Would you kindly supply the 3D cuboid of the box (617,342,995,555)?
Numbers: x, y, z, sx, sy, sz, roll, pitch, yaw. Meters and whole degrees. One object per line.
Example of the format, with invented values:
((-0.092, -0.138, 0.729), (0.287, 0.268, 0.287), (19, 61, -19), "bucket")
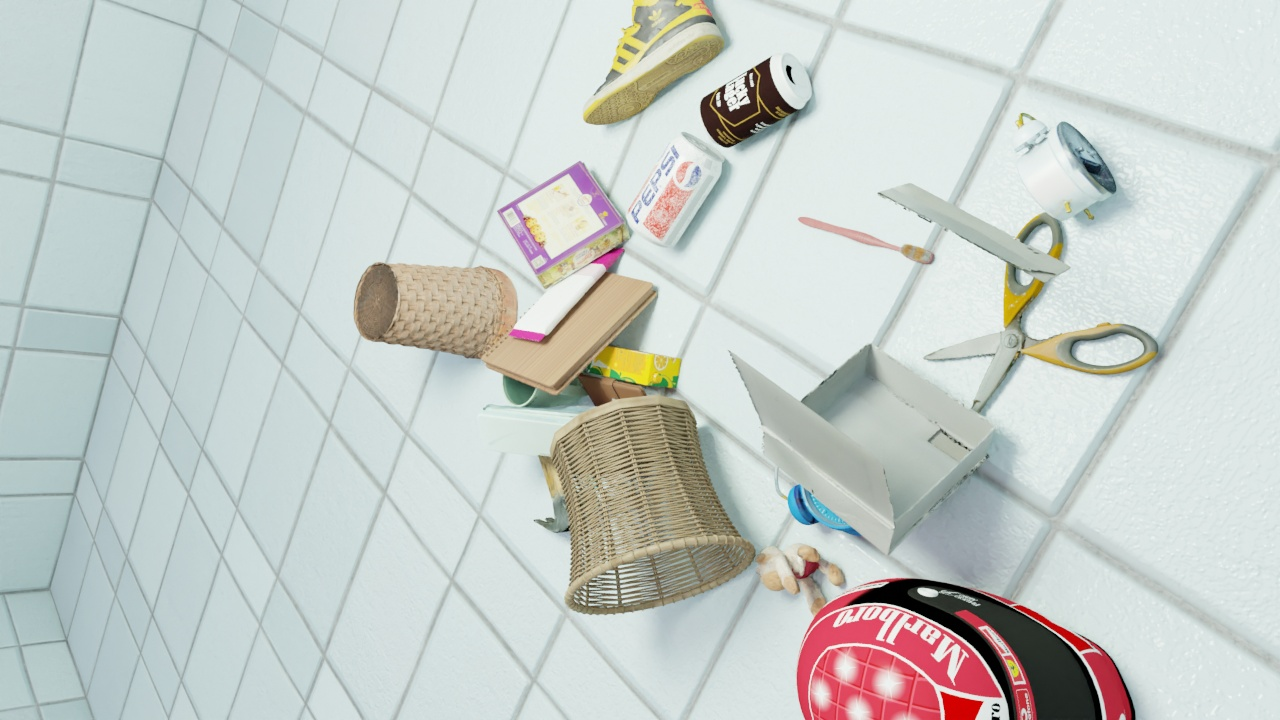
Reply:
((0.157, 0.084, 0.823), (0.167, 0.411, 0.150), (38, 115, 32), "box")

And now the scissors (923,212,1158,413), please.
((0.388, -0.026, 0.896), (0.226, 0.016, 0.225), (31, 107, 41), "scissors")

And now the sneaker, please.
((-0.001, -0.425, 1.253), (0.239, 0.085, 0.122), (-24, 76, 35), "sneaker")

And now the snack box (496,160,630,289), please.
((-0.112, -0.197, 1.317), (0.148, 0.040, 0.143), (-31, 59, -2), "snack box")

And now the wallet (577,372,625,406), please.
((-0.027, 0.058, 1.241), (0.121, 0.087, 0.013), (11, 50, 43), "wallet")

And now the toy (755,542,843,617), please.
((0.166, 0.238, 1.037), (0.106, 0.085, 0.074), (13, 73, 52), "toy")

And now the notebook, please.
((-0.102, -0.049, 1.262), (0.169, 0.022, 0.210), (18, 55, 43), "notebook")

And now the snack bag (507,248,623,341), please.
((-0.102, -0.095, 1.283), (0.070, 0.016, 0.196), (9, 49, 44), "snack bag")

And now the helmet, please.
((0.270, 0.304, 0.832), (0.271, 0.224, 0.197), (6, 89, 45), "helmet")

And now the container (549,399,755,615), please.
((0.001, 0.173, 1.107), (0.228, 0.226, 0.196), (-38, 54, 34), "container")

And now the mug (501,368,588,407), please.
((-0.124, 0.031, 1.309), (0.111, 0.103, 0.084), (17, 97, 44), "mug")

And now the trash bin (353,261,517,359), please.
((-0.318, -0.085, 1.432), (0.152, 0.209, 0.151), (-6, 82, 42), "trash bin")

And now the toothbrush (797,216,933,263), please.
((0.248, -0.141, 1.040), (0.184, 0.015, 0.015), (27, 98, 43), "toothbrush")

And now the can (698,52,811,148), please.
((0.138, -0.317, 1.122), (0.129, 0.071, 0.072), (-21, 71, 40), "can")

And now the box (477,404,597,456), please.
((-0.126, 0.098, 1.264), (0.199, 0.085, 0.070), (4, 65, 16), "box")

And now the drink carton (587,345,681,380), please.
((-0.007, 0.007, 1.234), (0.123, 0.058, 0.041), (12, 94, 43), "drink carton")

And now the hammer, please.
((-0.154, 0.102, 1.368), (0.133, 0.033, 0.330), (-51, 51, 44), "hammer")

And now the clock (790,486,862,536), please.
((0.218, 0.132, 1.008), (0.162, 0.060, 0.116), (1, 87, 44), "clock")

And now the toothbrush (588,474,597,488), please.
((-0.091, 0.133, 1.327), (0.022, 0.017, 0.135), (-50, 55, 27), "toothbrush")

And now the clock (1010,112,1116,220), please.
((0.394, -0.188, 0.864), (0.057, 0.083, 0.117), (-40, 61, 40), "clock")

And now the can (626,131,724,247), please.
((0.045, -0.221, 1.195), (0.078, 0.078, 0.136), (51, 119, 34), "can")
